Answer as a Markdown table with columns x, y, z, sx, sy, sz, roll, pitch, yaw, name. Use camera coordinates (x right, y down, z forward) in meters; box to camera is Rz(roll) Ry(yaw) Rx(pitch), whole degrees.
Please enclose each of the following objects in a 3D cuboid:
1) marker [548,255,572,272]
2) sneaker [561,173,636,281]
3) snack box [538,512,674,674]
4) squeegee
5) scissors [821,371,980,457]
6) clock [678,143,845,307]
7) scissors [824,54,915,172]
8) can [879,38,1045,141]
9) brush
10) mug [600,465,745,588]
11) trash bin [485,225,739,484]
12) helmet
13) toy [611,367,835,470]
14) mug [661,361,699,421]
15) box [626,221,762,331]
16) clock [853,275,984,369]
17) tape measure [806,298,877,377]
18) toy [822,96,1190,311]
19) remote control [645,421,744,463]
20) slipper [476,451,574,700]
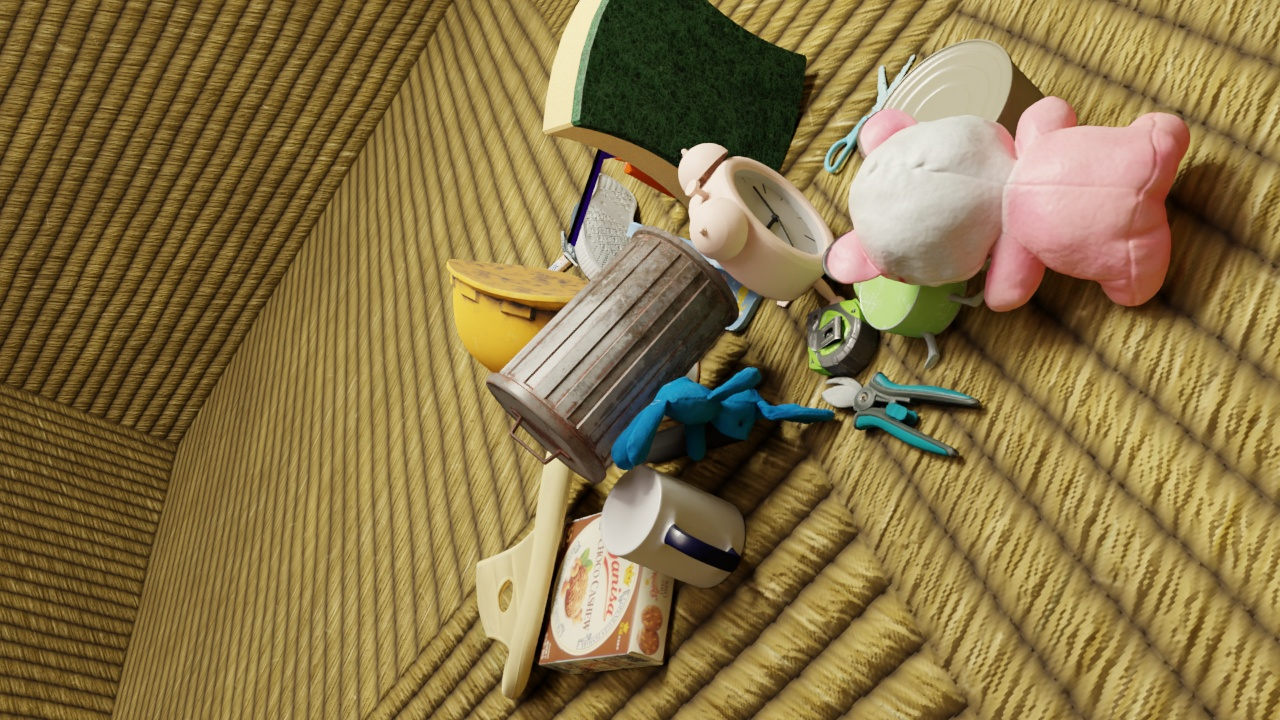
| x | y | z | sx | sy | sz | roll | pitch | yaw | name |
| --- | --- | --- | --- | --- | --- | --- | --- | --- | --- |
| -0.134 | -0.116 | 1.301 | 0.146 | 0.017 | 0.017 | -36 | 39 | 36 | marker |
| -0.056 | -0.147 | 1.131 | 0.088 | 0.089 | 0.235 | -47 | 21 | 28 | sneaker |
| -0.028 | 0.214 | 0.862 | 0.147 | 0.041 | 0.142 | -25 | 46 | 46 | snack box |
| 0.012 | -0.220 | 1.023 | 0.055 | 0.184 | 0.249 | 17 | 87 | 25 | squeegee |
| 0.191 | 0.039 | 0.694 | 0.131 | 0.019 | 0.149 | -38 | 39 | 34 | scissors |
| 0.099 | -0.110 | 0.806 | 0.086 | 0.160 | 0.130 | -40 | 37 | 30 | clock |
| 0.217 | -0.226 | 0.873 | 0.120 | 0.015 | 0.138 | -28 | 38 | 42 | scissors |
| 0.251 | -0.174 | 0.717 | 0.128 | 0.073 | 0.127 | -36 | 40 | 37 | can |
| 0.040 | -0.273 | 0.936 | 0.075 | 0.250 | 0.195 | 9 | 77 | 58 | brush |
| 0.035 | 0.145 | 0.767 | 0.112 | 0.097 | 0.078 | 22 | 85 | 59 | mug |
| -0.027 | -0.001 | 0.799 | 0.210 | 0.131 | 0.131 | -48 | 28 | -14 | trash bin |
| -0.125 | -0.035 | 1.085 | 0.256 | 0.204 | 0.131 | 22 | 106 | 46 | helmet |
| 0.058 | 0.046 | 0.762 | 0.113 | 0.176 | 0.071 | 157 | 103 | -69 | toy |
| -0.006 | 0.005 | 0.929 | 0.082 | 0.105 | 0.082 | -36 | 39 | 36 | mug |
| 0.048 | -0.088 | 0.969 | 0.210 | 0.072 | 0.079 | 33 | 108 | 58 | box |
| 0.206 | -0.064 | 0.706 | 0.119 | 0.042 | 0.095 | -104 | 31 | -46 | clock |
| 0.164 | -0.020 | 0.762 | 0.059 | 0.036 | 0.065 | -29 | 44 | 42 | tape measure |
| 0.234 | -0.107 | 0.606 | 0.213 | 0.084 | 0.142 | 11 | 88 | 31 | toy |
| 0.054 | 0.071 | 0.877 | 0.147 | 0.015 | 0.033 | -22 | 49 | 47 | remote control |
| -0.125 | 0.206 | 0.934 | 0.111 | 0.079 | 0.261 | 128 | 155 | -73 | slipper |
